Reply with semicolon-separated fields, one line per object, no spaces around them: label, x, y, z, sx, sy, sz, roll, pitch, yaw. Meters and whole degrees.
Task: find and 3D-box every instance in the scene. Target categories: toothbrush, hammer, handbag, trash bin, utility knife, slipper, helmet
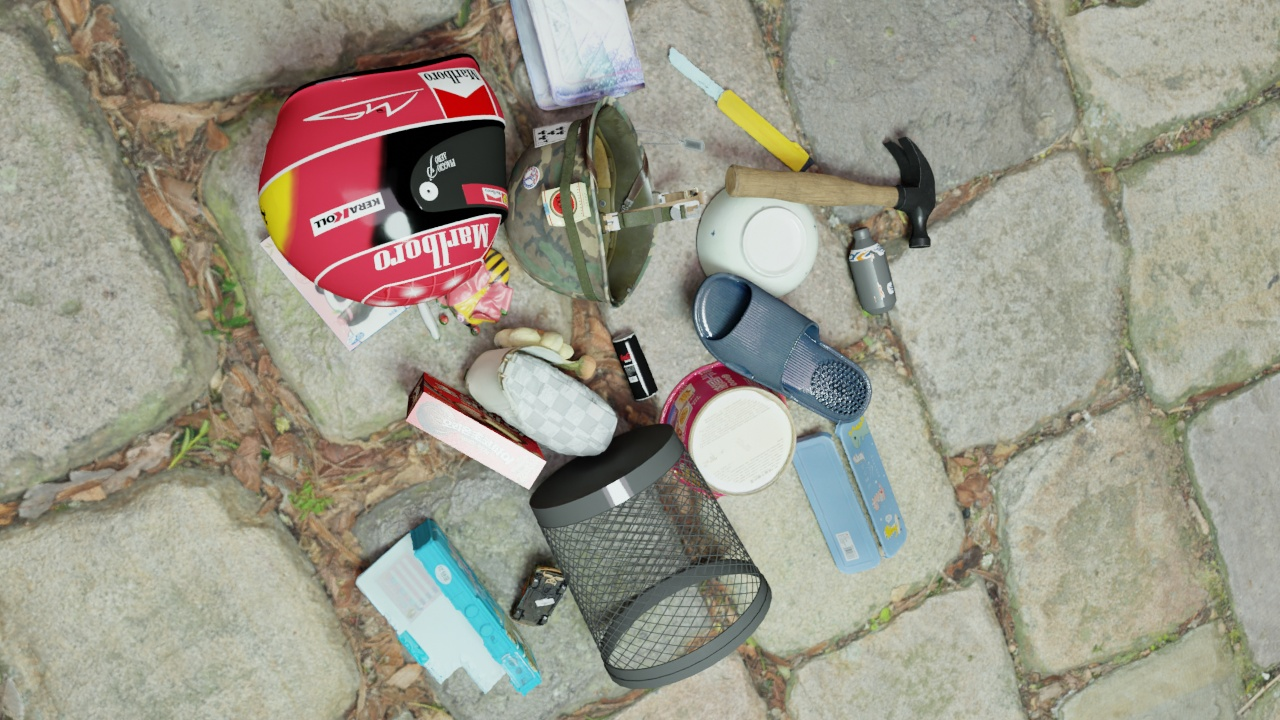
toothbrush;-0.274;-0.106;1.057;0.017;0.016;0.189;-23;103;2
hammer;0.233;-0.208;1.098;0.304;0.040;0.132;-1;89;-29
handbag;-0.071;-0.371;1.037;0.126;0.069;0.158;-20;104;-24
trash bin;0.006;0.219;1.074;0.217;0.218;0.227;-29;100;-7
handbag;-0.104;0.034;1.070;0.171;0.113;0.123;36;67;-23
utility knife;0.123;-0.302;1.113;0.227;0.019;0.030;36;84;-20
slipper;0.175;-0.006;1.077;0.263;0.082;0.101;34;87;-15
helmet;-0.247;-0.171;0.945;0.270;0.198;0.224;-21;90;-28
helmet;-0.032;-0.170;1.000;0.236;0.192;0.225;15;111;15

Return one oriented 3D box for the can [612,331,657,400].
can;-0.007;0.007;1.126;0.031;0.031;0.080;-24;103;-8

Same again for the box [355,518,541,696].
box;-0.230;0.317;1.094;0.117;0.097;0.227;-35;105;-8

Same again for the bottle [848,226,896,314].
bottle;0.293;-0.114;1.168;0.047;0.047;0.112;-20;103;-9

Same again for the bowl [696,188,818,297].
bowl;0.152;-0.145;1.118;0.153;0.073;0.153;-2;99;-14

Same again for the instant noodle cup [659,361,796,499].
instant noodle cup;0.118;0.094;1.145;0.178;0.078;0.179;-2;100;-12

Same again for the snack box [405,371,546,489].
snack box;-0.189;0.077;1.044;0.152;0.132;0.036;32;90;-16

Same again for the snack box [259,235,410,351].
snack box;-0.341;-0.097;1.034;0.088;0.033;0.154;-38;105;-5

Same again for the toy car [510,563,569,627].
toy car;-0.123;0.283;1.138;0.047;0.047;0.112;20;123;-15

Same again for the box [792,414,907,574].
box;0.283;0.177;1.213;0.122;0.047;0.209;-26;105;-6

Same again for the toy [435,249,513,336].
toy;-0.189;-0.081;1.067;0.084;0.046;0.103;21;89;-2
